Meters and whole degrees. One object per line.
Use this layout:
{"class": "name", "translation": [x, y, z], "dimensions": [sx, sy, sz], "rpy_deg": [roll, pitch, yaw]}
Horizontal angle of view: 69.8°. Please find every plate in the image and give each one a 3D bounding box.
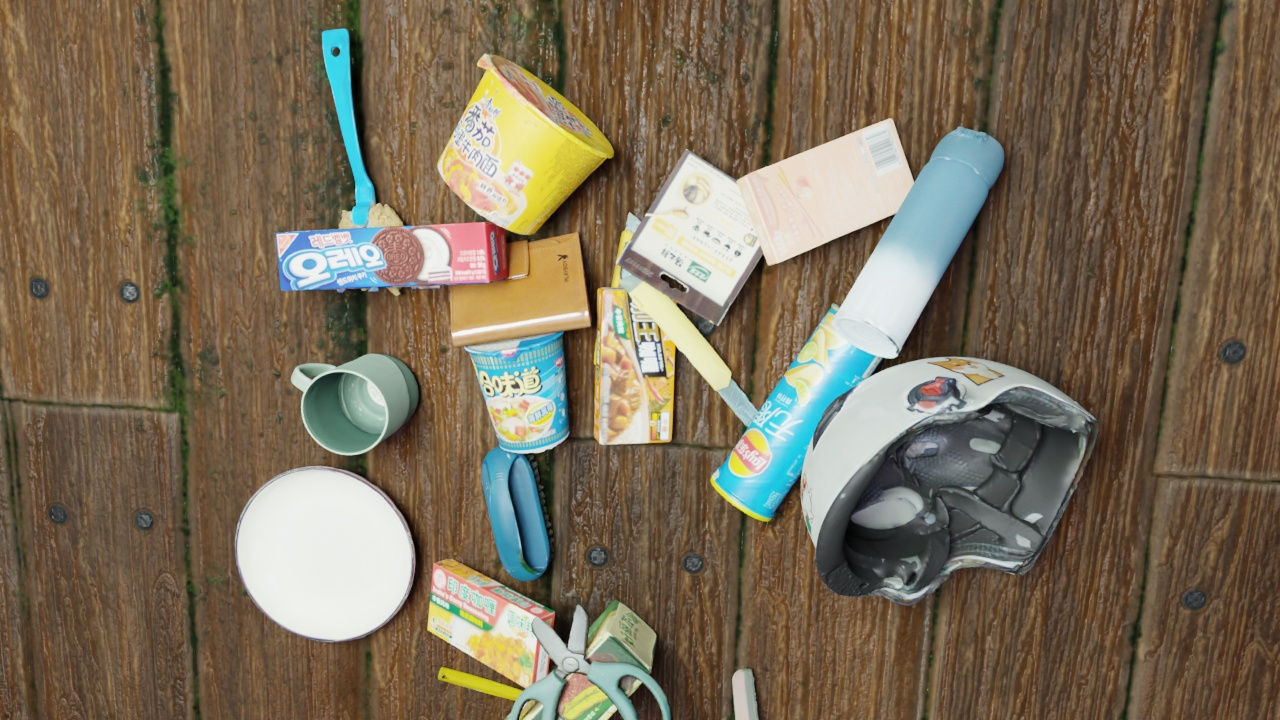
{"class": "plate", "translation": [-0.327, 0.200, 0.968], "dimensions": [0.192, 0.039, 0.192], "rpy_deg": [1, 100, 5]}

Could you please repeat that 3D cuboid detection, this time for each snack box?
{"class": "snack box", "translation": [-0.231, -0.095, 0.851], "dimensions": [0.208, 0.057, 0.058], "rpy_deg": [-1, 99, 10]}
{"class": "snack box", "translation": [-0.005, 0.005, 0.897], "dimensions": [0.075, 0.026, 0.154], "rpy_deg": [-1, 102, -15]}
{"class": "snack box", "translation": [-0.154, 0.264, 0.930], "dimensions": [0.156, 0.027, 0.077], "rpy_deg": [15, 103, 36]}
{"class": "snack box", "translation": [-0.085, 0.358, 0.921], "dimensions": [0.063, 0.114, 0.240], "rpy_deg": [42, 94, 2]}
{"class": "snack box", "translation": [0.173, -0.154, 0.838], "dimensions": [0.157, 0.026, 0.084], "rpy_deg": [-23, 98, -12]}
{"class": "snack box", "translation": [0.057, -0.114, 0.862], "dimensions": [0.113, 0.053, 0.126], "rpy_deg": [32, 94, -2]}

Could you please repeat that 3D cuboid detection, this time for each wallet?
{"class": "wallet", "translation": [-0.116, -0.068, 0.878], "dimensions": [0.132, 0.031, 0.107], "rpy_deg": [-8, 59, 0]}

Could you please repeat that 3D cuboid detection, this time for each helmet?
{"class": "helmet", "translation": [0.253, 0.088, 0.822], "dimensions": [0.273, 0.156, 0.230], "rpy_deg": [-10, 126, -13]}

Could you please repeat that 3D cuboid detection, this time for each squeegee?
{"class": "squeegee", "translation": [0.016, 0.461, 0.985], "dimensions": [0.250, 0.040, 0.247], "rpy_deg": [-8, 84, 12]}

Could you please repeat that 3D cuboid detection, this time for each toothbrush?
{"class": "toothbrush", "translation": [-0.127, 0.365, 0.990], "dimensions": [0.190, 0.016, 0.016], "rpy_deg": [16, 96, 2]}

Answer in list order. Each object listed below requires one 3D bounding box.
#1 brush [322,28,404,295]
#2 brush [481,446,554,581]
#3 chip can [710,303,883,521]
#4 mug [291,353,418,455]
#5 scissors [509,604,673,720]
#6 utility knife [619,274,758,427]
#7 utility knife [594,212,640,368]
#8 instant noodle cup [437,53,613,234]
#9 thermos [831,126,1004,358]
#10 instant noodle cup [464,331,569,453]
{"class": "brush", "translation": [-0.272, -0.185, 0.885], "dimensions": [0.083, 0.045, 0.255], "rpy_deg": [-4, 106, 10]}
{"class": "brush", "translation": [-0.127, 0.156, 0.924], "dimensions": [0.055, 0.073, 0.144], "rpy_deg": [-9, 100, 11]}
{"class": "chip can", "translation": [0.153, 0.050, 0.881], "dimensions": [0.071, 0.071, 0.210], "rpy_deg": [32, 101, -1]}
{"class": "mug", "translation": [-0.282, 0.033, 0.899], "dimensions": [0.112, 0.106, 0.082], "rpy_deg": [27, 102, 0]}
{"class": "scissors", "translation": [-0.064, 0.323, 0.852], "dimensions": [0.181, 0.019, 0.170], "rpy_deg": [-43, 90, 5]}
{"class": "utility knife", "translation": [0.056, -0.006, 0.888], "dimensions": [0.031, 0.022, 0.212], "rpy_deg": [-43, 103, -4]}
{"class": "utility knife", "translation": [-0.020, -0.060, 0.904], "dimensions": [0.033, 0.015, 0.171], "rpy_deg": [11, 101, 1]}
{"class": "instant noodle cup", "translation": [-0.110, -0.190, 0.836], "dimensions": [0.138, 0.137, 0.110], "rpy_deg": [41, 109, -3]}
{"class": "thermos", "translation": [0.250, -0.107, 0.811], "dimensions": [0.070, 0.070, 0.220], "rpy_deg": [33, 78, -1]}
{"class": "instant noodle cup", "translation": [-0.113, 0.028, 0.894], "dimensions": [0.099, 0.099, 0.110], "rpy_deg": [-6, 107, 6]}
